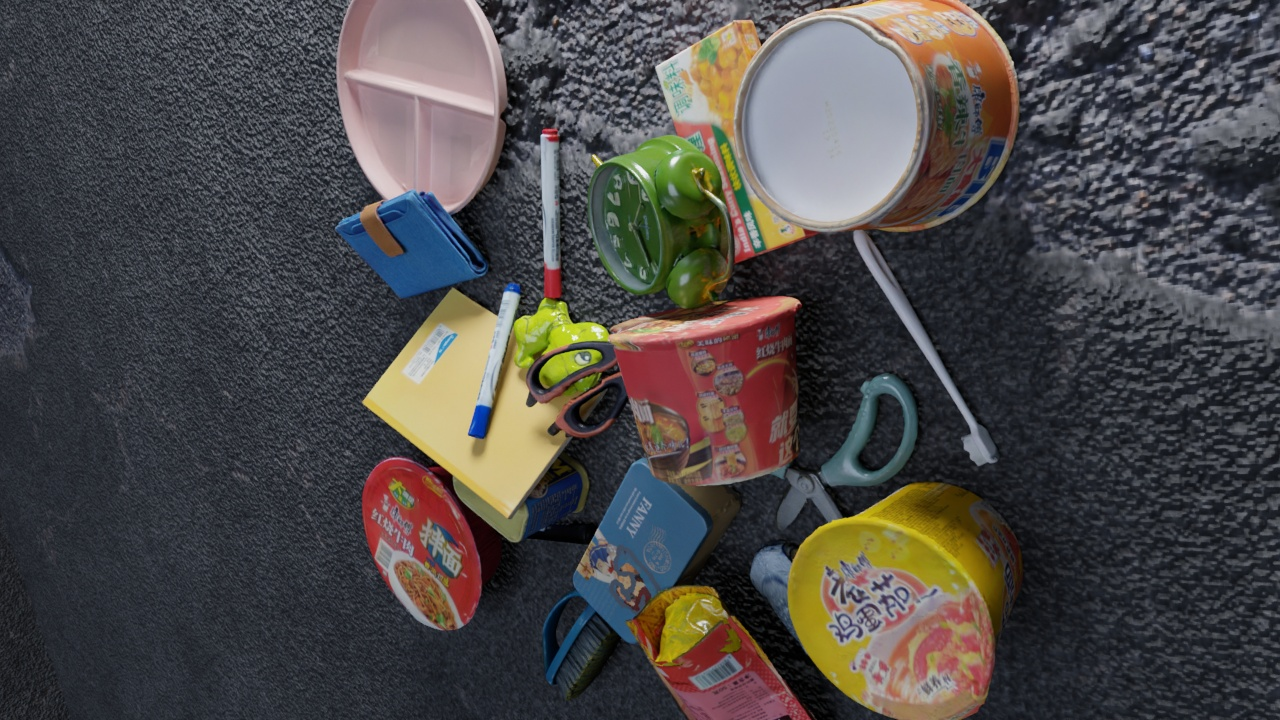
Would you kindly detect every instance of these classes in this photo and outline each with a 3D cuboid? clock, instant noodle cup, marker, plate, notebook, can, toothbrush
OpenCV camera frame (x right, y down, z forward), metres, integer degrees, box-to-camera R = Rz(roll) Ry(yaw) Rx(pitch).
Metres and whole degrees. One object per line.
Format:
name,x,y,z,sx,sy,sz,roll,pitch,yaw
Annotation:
clock,0.019,-0.100,0.669,0.161,0.056,0.116,24,129,53
instant noodle cup,0.134,-0.145,0.552,0.151,0.111,0.151,14,113,35
marker,-0.132,-0.001,0.835,0.017,0.017,0.145,1,72,39
plate,-0.203,-0.247,0.851,0.230,0.028,0.230,15,114,37
notebook,-0.149,0.033,0.850,0.206,0.010,0.145,31,80,27
can,-0.113,0.115,0.863,0.102,0.083,0.057,32,123,28
instant noodle cup,-0.215,0.187,0.984,0.194,0.065,0.194,13,112,36
marker,-0.094,0.170,0.909,0.132,0.020,0.022,-6,117,41
instant noodle cup,0.184,0.150,0.613,0.138,0.109,0.138,14,112,36
marker,-0.077,-0.126,0.796,0.017,0.017,0.145,15,114,35
instant noodle cup,0.053,0.020,0.646,0.138,0.137,0.108,-3,102,40
toothbrush,0.189,-0.010,0.618,0.016,0.016,0.180,-34,83,47

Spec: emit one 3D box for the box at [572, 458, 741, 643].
box,0.014,0.153,0.786,0.090,0.063,0.185,39,127,22

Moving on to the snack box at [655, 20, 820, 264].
snack box,0.069,-0.153,0.658,0.077,0.026,0.156,-16,94,43

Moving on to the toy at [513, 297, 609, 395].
toy,-0.070,-0.009,0.814,0.097,0.031,0.100,-34,67,21

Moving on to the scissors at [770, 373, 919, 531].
scissors,0.122,0.049,0.691,0.170,0.019,0.175,46,129,17

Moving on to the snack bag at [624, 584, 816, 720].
snack bag,0.079,0.279,0.751,0.129,0.073,0.208,-17,118,35

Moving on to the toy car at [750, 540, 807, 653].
toy car,0.126,0.192,0.727,0.105,0.031,0.049,51,129,15

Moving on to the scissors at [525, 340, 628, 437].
scissors,0.003,0.014,0.749,0.209,0.015,0.182,18,111,19

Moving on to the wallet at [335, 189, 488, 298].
wallet,-0.221,-0.110,0.883,0.133,0.040,0.106,-9,130,42

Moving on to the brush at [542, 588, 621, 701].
brush,-0.059,0.265,0.887,0.073,0.055,0.144,41,127,21
